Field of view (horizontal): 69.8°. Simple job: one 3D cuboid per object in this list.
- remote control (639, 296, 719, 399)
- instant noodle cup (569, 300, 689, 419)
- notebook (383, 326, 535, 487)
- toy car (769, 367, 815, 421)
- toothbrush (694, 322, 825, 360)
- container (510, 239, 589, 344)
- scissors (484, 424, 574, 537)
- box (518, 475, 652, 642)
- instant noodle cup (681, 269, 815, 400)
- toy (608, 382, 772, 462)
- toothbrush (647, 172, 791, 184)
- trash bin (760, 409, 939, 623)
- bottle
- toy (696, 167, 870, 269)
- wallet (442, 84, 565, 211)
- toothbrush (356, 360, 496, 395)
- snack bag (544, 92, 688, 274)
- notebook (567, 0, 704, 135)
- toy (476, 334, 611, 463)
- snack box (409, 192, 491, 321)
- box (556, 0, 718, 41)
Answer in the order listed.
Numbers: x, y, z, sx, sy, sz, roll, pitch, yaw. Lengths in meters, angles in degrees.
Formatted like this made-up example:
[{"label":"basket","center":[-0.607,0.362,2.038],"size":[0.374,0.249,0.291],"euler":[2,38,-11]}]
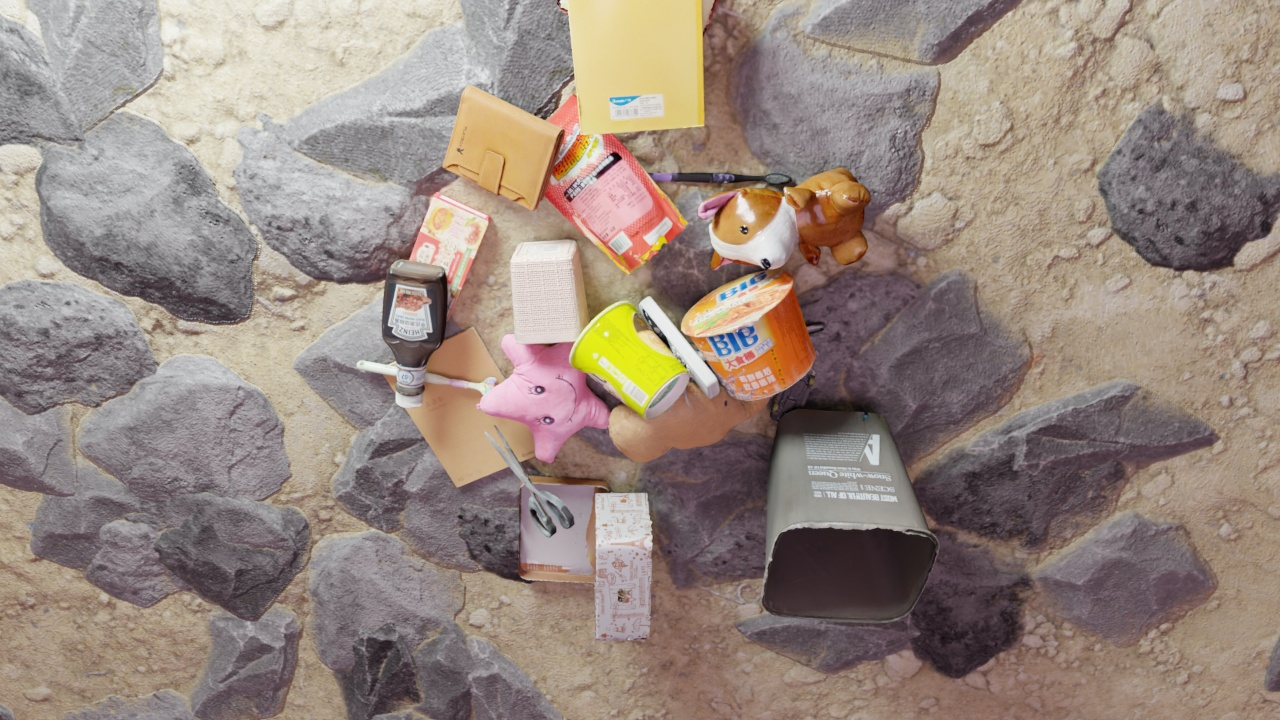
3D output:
[{"label":"remote control","center":[0.048,-0.016,1.163],"size":[0.021,0.058,0.150],"euler":[-36,70,-6]},{"label":"instant noodle cup","center":[-0.007,0.007,1.146],"size":[0.123,0.111,0.112],"euler":[43,114,20]},{"label":"notebook","center":[-0.244,0.070,1.277],"size":[0.150,0.012,0.211],"euler":[-23,112,12]},{"label":"toy car","center":[0.204,0.042,1.239],"size":[0.042,0.035,0.091],"euler":[14,116,-7]},{"label":"toothbrush","center":[0.157,-0.024,1.220],"size":[0.181,0.018,0.016],"euler":[-14,109,6]},{"label":"container","center":[-0.116,-0.089,1.156],"size":[0.090,0.090,0.111],"euler":[-3,112,3]},{"label":"scissors","center":[-0.148,0.166,1.234],"size":[0.166,0.014,0.163],"euler":[21,130,36]},{"label":"box","center":[-0.079,0.282,1.293],"size":[0.205,0.157,0.181],"euler":[4,116,-1]},{"label":"instant noodle cup","center":[0.141,-0.028,1.141],"size":[0.151,0.151,0.111],"euler":[-24,112,12]},{"label":"toy","center":[0.068,0.074,1.226],"size":[0.226,0.082,0.143],"euler":[-15,156,7]},{"label":"toothbrush","center":[0.091,-0.223,1.125],"size":[0.189,0.016,0.014],"euler":[2,108,2]},{"label":"trash bin","center":[0.255,0.193,1.191],"size":[0.199,0.219,0.199],"euler":[4,133,0]},{"label":"bottle","center":[-0.293,-0.030,1.182],"size":[0.080,0.044,0.195],"euler":[10,116,-2]},{"label":"toy","center":[0.172,-0.159,1.103],"size":[0.200,0.130,0.140],"euler":[-3,138,10]},{"label":"wallet","center":[-0.164,-0.251,1.091],"size":[0.132,0.031,0.108],"euler":[28,115,10]},{"label":"toothbrush","center":[-0.289,0.021,1.240],"size":[0.189,0.029,0.020],"euler":[10,156,0]},{"label":"snack bag","center":[-0.048,-0.208,1.112],"size":[0.208,0.073,0.129],"euler":[45,119,-11]},{"label":"notebook","center":[-0.004,-0.348,0.997],"size":[0.146,0.010,0.207],"euler":[-4,126,2]},{"label":"toy","center":[-0.129,0.051,1.226],"size":[0.178,0.074,0.195],"euler":[-12,114,-10]},{"label":"snack box","center":[-0.253,-0.131,1.172],"size":[0.075,0.025,0.153],"euler":[24,114,-10]},{"label":"box","center":[-0.002,-0.401,1.007],"size":[0.168,0.077,0.091],"euler":[18,116,-8]}]
